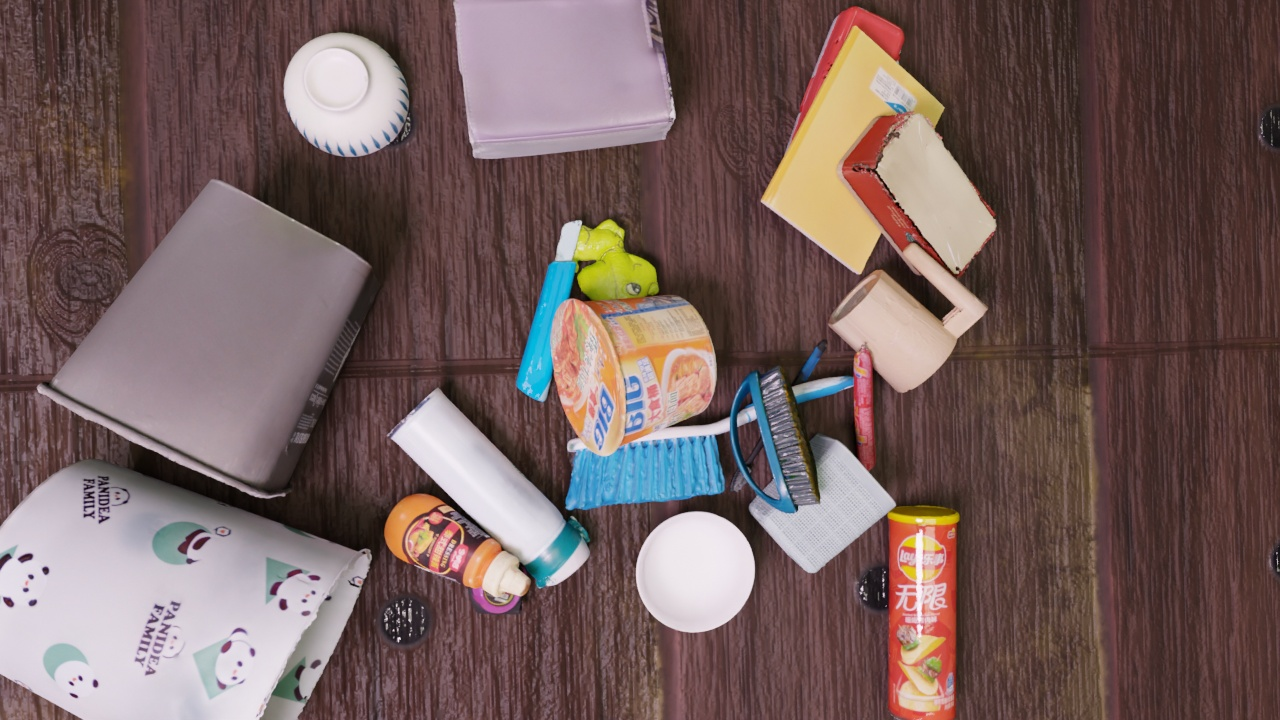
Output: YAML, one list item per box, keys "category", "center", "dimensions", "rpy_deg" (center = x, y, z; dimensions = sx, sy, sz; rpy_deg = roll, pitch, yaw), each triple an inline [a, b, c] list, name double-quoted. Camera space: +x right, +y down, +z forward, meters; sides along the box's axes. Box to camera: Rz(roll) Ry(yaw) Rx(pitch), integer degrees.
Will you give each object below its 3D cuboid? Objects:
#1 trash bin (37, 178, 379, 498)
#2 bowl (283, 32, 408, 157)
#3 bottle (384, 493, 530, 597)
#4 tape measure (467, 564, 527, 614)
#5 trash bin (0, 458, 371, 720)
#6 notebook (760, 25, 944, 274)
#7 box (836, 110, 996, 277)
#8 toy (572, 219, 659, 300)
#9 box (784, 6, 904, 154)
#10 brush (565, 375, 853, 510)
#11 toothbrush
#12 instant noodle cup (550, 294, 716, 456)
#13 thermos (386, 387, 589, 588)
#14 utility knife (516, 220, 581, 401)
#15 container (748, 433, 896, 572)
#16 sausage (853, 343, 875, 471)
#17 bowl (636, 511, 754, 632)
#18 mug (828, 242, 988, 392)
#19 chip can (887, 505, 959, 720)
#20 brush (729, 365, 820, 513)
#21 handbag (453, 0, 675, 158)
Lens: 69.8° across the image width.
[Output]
- category: "trash bin"
  center: [-0.354, -0.017, 0.813]
  dimensions: [0.198, 0.199, 0.219]
  rpy_deg: [30, 79, -8]
- category: "bowl"
  center: [-0.284, -0.259, 0.878]
  dimensions: [0.116, 0.066, 0.116]
  rpy_deg: [0, 90, -8]
- category: "bottle"
  center: [-0.170, 0.182, 0.873]
  dimensions: [0.149, 0.066, 0.066]
  rpy_deg: [24, 86, 17]
- category: "tape measure"
  center: [-0.142, 0.222, 0.913]
  dimensions: [0.057, 0.039, 0.058]
  rpy_deg: [0, 96, -2]
- category: "trash bin"
  center: [-0.401, 0.217, 0.792]
  dimensions: [0.252, 0.229, 0.229]
  rpy_deg: [25, 86, -2]
- category: "notebook"
  center: [0.222, -0.213, 0.940]
  dimensions: [0.146, 0.010, 0.206]
  rpy_deg: [30, 84, -26]
- category: "box"
  center: [0.289, -0.167, 0.930]
  dimensions: [0.168, 0.077, 0.091]
  rpy_deg: [44, 79, -25]
- category: "toy"
  center: [-0.033, -0.092, 0.932]
  dimensions: [0.096, 0.031, 0.100]
  rpy_deg: [-9, 89, -1]
- category: "box"
  center: [0.213, -0.265, 0.968]
  dimensions: [0.087, 0.047, 0.201]
  rpy_deg: [21, 88, -11]
- category: "brush"
  center: [0.076, 0.083, 0.931]
  dimensions: [0.314, 0.060, 0.109]
  rpy_deg: [-5, 79, -5]
- category: "toothbrush"
  center: [0.147, 0.058, 0.966]
  dimensions: [0.014, 0.016, 0.189]
  rpy_deg: [33, 85, -3]
- category: "instant noodle cup"
  center: [-0.005, 0.005, 0.878]
  dimensions: [0.111, 0.152, 0.151]
  rpy_deg: [-13, 92, -27]
- category: "thermos"
  center: [-0.142, 0.127, 0.900]
  dimensions: [0.073, 0.073, 0.224]
  rpy_deg: [-45, 96, -6]
- category: "utility knife"
  center: [-0.089, -0.051, 0.920]
  dimensions: [0.034, 0.018, 0.186]
  rpy_deg: [15, 96, -4]
- category: "container"
  center: [0.180, 0.147, 0.936]
  dimensions: [0.111, 0.090, 0.090]
  rpy_deg: [-43, 95, -3]
- category: "sausage"
  center: [0.232, 0.052, 0.951]
  dimensions: [0.020, 0.020, 0.156]
  rpy_deg: [-13, 116, -8]
- category: "bowl"
  center: [0.049, 0.207, 0.927]
  dimensions: [0.118, 0.065, 0.118]
  rpy_deg: [0, 91, -9]
- category: "mug"
  center: [0.272, -0.045, 0.941]
  dimensions: [0.103, 0.084, 0.125]
  rpy_deg: [41, 111, -5]
- category: "chip can"
  center: [0.294, 0.263, 0.960]
  dimensions: [0.073, 0.073, 0.216]
  rpy_deg: [1, 90, -8]
- category: "brush"
  center: [0.124, 0.078, 0.886]
  dimensions: [0.074, 0.055, 0.143]
  rpy_deg: [-17, 71, 14]
- category: "handbag"
  center: [-0.077, -0.280, 0.893]
  dimensions: [0.197, 0.098, 0.145]
  rpy_deg: [-7, 93, -7]
